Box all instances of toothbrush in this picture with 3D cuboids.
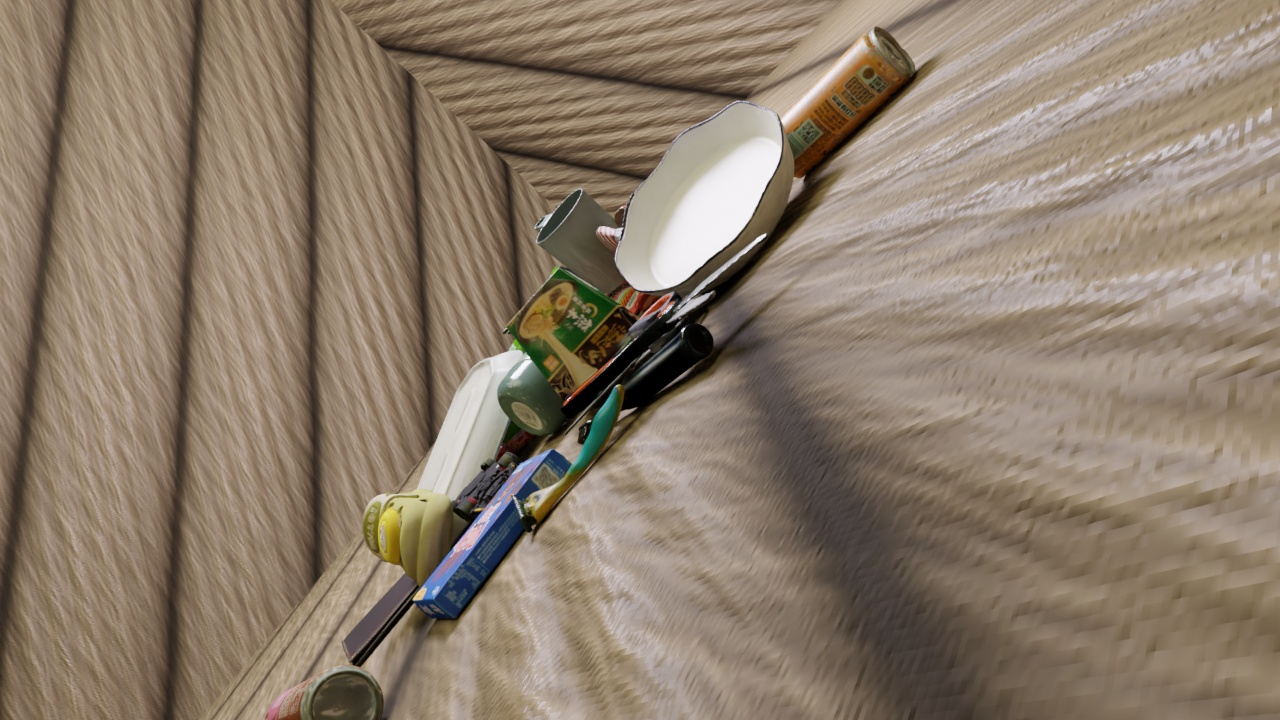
[{"bbox_3d":[-0.006,0.026,0.723,0.213,0.026,0.027,-41,31,54],"label":"toothbrush"}]

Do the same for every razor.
[{"bbox_3d":[-0.051,0.074,0.713,0.132,0.028,0.043,-52,22,4],"label":"razor"}]

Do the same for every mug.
[{"bbox_3d":[-0.101,0.027,1.008,0.106,0.082,0.112,-53,-2,-29],"label":"mug"},{"bbox_3d":[-0.067,-0.141,1.111,0.083,0.103,0.124,-56,20,-11],"label":"mug"}]

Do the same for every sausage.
[{"bbox_3d":[-0.133,0.085,1.101,0.156,0.020,0.020,-42,11,32],"label":"sausage"}]

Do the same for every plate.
[{"bbox_3d":[-0.208,0.101,1.070,0.162,0.034,0.265,-20,46,56],"label":"plate"},{"bbox_3d":[0.062,-0.145,0.858,0.205,0.045,0.204,-35,38,33],"label":"plate"}]

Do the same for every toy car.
[{"bbox_3d":[-0.148,0.130,0.900,0.071,0.041,0.156,-51,12,-19],"label":"toy car"}]

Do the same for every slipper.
[{"bbox_3d":[-0.231,0.172,0.901,0.191,0.081,0.091,176,96,-72],"label":"slipper"}]

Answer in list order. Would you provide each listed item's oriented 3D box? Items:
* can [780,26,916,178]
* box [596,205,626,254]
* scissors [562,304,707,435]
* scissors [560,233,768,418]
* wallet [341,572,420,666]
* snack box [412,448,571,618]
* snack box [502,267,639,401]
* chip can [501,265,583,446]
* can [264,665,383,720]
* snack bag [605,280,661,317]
[{"bbox_3d":[0.181,-0.237,0.855,0.146,0.058,0.058,-41,11,37],"label":"can"},{"bbox_3d":[0.014,-0.122,0.993,0.164,0.074,0.079,14,47,46],"label":"box"},{"bbox_3d":[-0.002,0.000,0.829,0.160,0.014,0.171,-36,12,44],"label":"scissors"},{"bbox_3d":[0.013,-0.021,0.709,0.224,0.021,0.221,-44,6,5],"label":"scissors"},{"bbox_3d":[-0.264,0.262,0.968,0.122,0.020,0.096,-49,14,-17],"label":"wallet"},{"bbox_3d":[-0.125,0.145,0.770,0.156,0.026,0.085,-52,10,-27],"label":"snack box"},{"bbox_3d":[-0.061,-0.029,0.900,0.117,0.105,0.118,-47,-2,2],"label":"snack box"},{"bbox_3d":[-0.134,-0.006,1.169,0.236,0.072,0.072,-60,8,6],"label":"chip can"},{"bbox_3d":[-0.243,0.270,0.696,0.148,0.058,0.057,-38,13,50],"label":"can"},{"bbox_3d":[-0.011,-0.081,1.114,0.129,0.073,0.207,-42,15,22],"label":"snack bag"}]
